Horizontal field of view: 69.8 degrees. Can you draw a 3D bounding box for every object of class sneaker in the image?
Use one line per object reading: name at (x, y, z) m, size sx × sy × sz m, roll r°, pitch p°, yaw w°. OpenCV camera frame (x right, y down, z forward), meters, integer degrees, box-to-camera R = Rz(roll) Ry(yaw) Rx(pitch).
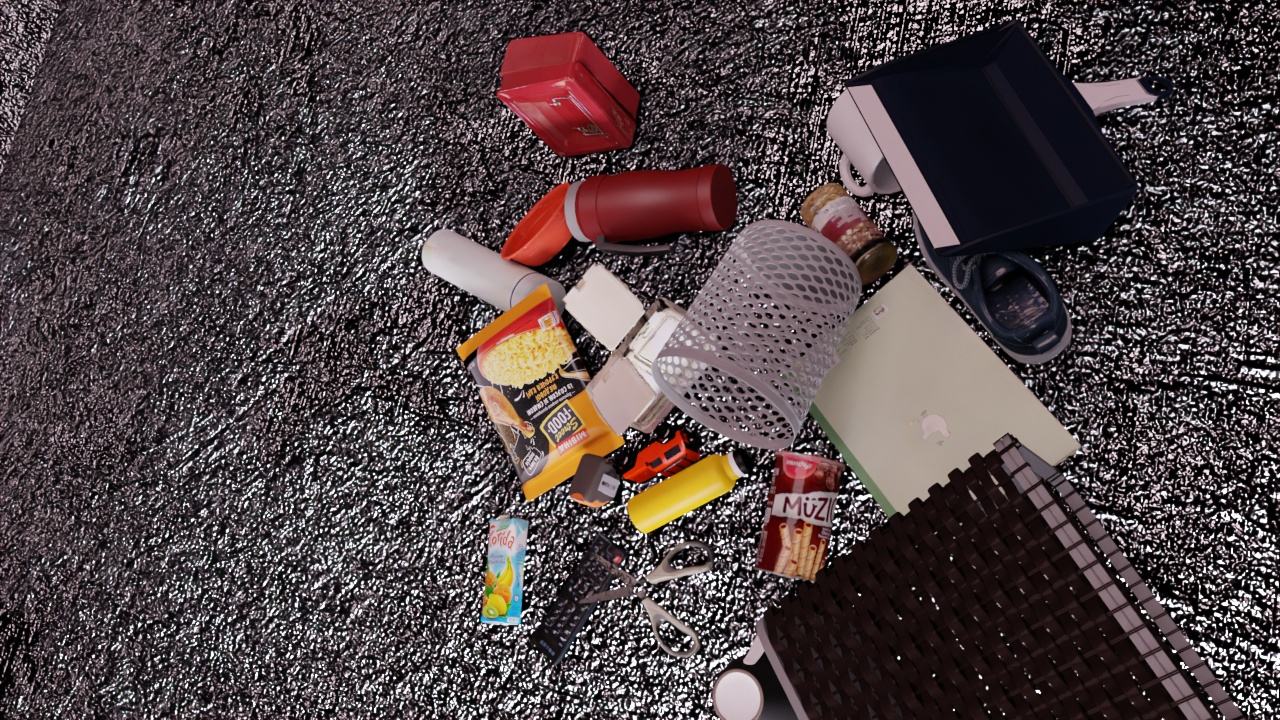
sneaker at (0.330, -0.098, 0.883) m, size 0.089 × 0.087 × 0.235 m, roll -36°, pitch 60°, yaw 17°

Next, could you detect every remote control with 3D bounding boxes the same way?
remote control at (-0.069, 0.273, 1.053) m, size 0.047 × 0.022 × 0.150 m, roll 34°, pitch 92°, yaw 35°

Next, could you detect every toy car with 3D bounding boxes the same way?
toy car at (0.020, 0.109, 1.030) m, size 0.100 × 0.051 × 0.048 m, roll -35°, pitch 59°, yaw 17°

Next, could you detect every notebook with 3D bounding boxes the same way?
notebook at (0.276, 0.047, 0.918) m, size 0.182 × 0.010 × 0.252 m, roll -42°, pitch 57°, yaw 14°

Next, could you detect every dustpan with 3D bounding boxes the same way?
dustpan at (0.370, -0.225, 0.870) m, size 0.272 × 0.080 × 0.236 m, roll -8°, pitch 58°, yaw -15°

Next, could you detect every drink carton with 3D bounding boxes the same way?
drink carton at (-0.163, 0.252, 1.106) m, size 0.044 × 0.038 × 0.128 m, roll -7°, pitch 71°, yaw 30°

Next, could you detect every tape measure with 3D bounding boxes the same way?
tape measure at (-0.049, 0.142, 1.058) m, size 0.038 × 0.059 × 0.058 m, roll 10°, pitch 71°, yaw 32°

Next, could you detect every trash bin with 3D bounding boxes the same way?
trash bin at (0.123, -0.030, 0.928) m, size 0.157 × 0.156 × 0.183 m, roll 17°, pitch 65°, yaw 34°

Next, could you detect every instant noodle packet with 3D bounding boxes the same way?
instant noodle packet at (-0.127, 0.040, 1.127) m, size 0.160 × 0.032 × 0.220 m, roll -33°, pitch 76°, yaw 25°

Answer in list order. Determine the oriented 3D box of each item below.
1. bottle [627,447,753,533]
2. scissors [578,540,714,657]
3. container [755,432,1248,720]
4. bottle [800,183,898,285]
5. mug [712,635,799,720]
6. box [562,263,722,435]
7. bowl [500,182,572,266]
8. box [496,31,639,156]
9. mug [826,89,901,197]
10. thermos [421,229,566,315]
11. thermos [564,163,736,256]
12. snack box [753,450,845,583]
bottle at (0.055, 0.140, 1.004) m, size 0.144 × 0.043 × 0.043 m, roll -31°, pitch 61°, yaw 20°
scissors at (0.014, 0.251, 1.003) m, size 0.157 × 0.012 × 0.171 m, roll -41°, pitch 65°, yaw 5°
container at (0.277, 0.241, 0.718) m, size 0.244 × 0.247 × 0.245 m, roll -39°, pitch 59°, yaw 20°
bottle at (0.222, -0.136, 0.981) m, size 0.056 × 0.056 × 0.105 m, roll -40°, pitch 58°, yaw 15°
mug at (0.117, 0.304, 0.879) m, size 0.085 × 0.100 × 0.118 m, roll 5°, pitch 77°, yaw 33°
box at (-0.006, 0.006, 0.981) m, size 0.144 × 0.187 × 0.105 m, roll -52°, pitch 31°, yaw 13°
bowl at (-0.122, -0.167, 1.189) m, size 0.131 × 0.045 × 0.130 m, roll -40°, pitch 24°, yaw 22°
box at (-0.089, -0.340, 1.178) m, size 0.129 × 0.157 × 0.087 m, roll 6°, pitch 72°, yaw 32°
mug at (0.253, -0.230, 0.979) m, size 0.090 × 0.090 × 0.122 m, roll 63°, pitch 142°, yaw 29°
thermos at (-0.199, -0.111, 1.227) m, size 0.230 × 0.068 × 0.068 m, roll 28°, pitch 90°, yaw 34°
thermos at (0.009, -0.177, 1.109) m, size 0.199 × 0.084 × 0.108 m, roll 0°, pitch 74°, yaw 29°
snack box at (0.159, 0.156, 0.918) m, size 0.072 × 0.072 × 0.121 m, roll 7°, pitch 79°, yaw 33°
